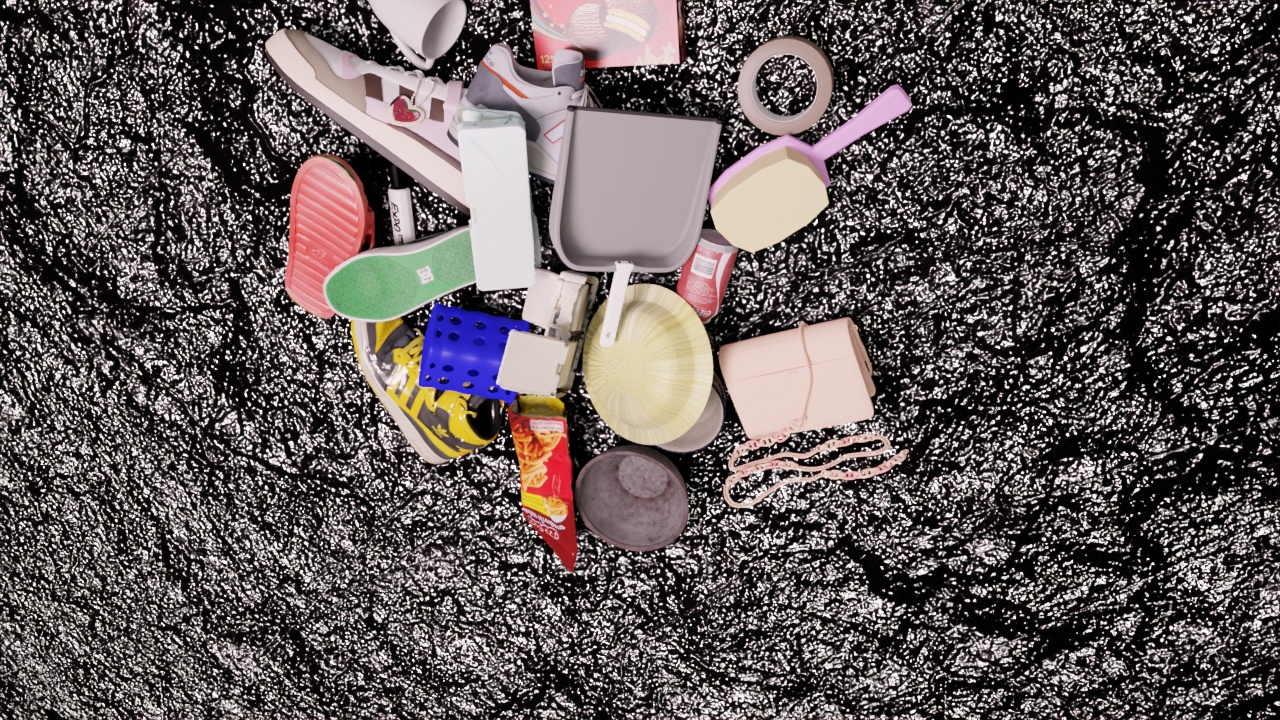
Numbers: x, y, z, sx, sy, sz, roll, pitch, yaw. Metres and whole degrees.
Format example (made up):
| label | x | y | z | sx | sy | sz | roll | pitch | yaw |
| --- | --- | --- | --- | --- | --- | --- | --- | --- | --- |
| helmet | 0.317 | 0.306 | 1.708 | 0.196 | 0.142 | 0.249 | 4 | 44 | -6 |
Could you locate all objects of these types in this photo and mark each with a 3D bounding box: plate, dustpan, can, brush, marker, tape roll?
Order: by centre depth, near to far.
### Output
| label | x | y | z | sx | sy | sz | roll | pitch | yaw |
| --- | --- | --- | --- | --- | --- | --- | --- | --- | --- |
| tape roll | 0.147 | -0.277 | 0.927 | 0.094 | 0.030 | 0.094 | 6 | 116 | 13 |
| brush | 0.171 | -0.195 | 0.931 | 0.229 | 0.043 | 0.089 | -32 | 125 | 31 |
| dustpan | -0.016 | -0.130 | 0.959 | 0.163 | 0.033 | 0.258 | -1 | 126 | -22 |
| can | 0.072 | -0.093 | 1.023 | 0.054 | 0.053 | 0.097 | 19 | 118 | 6 |
| plate | -0.006 | 0.006 | 1.038 | 0.185 | 0.036 | 0.184 | 4 | 96 | 37 |
| marker | -0.287 | -0.182 | 1.099 | 0.025 | 0.025 | 0.126 | 6 | 116 | 13 |

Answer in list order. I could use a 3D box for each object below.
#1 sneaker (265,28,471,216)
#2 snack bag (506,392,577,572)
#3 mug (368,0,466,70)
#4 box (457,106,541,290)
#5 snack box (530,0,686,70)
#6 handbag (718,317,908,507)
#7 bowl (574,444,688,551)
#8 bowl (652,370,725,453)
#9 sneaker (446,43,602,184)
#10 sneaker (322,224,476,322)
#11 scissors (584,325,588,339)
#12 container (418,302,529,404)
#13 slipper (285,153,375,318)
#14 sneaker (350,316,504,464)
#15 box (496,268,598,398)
| label | x | y | z | sx | sy | sz | roll | pitch | yaw |
| --- | --- | --- | --- | --- | --- | --- | --- | --- | --- |
| sneaker | -0.268 | -0.291 | 1.009 | 0.294 | 0.111 | 0.116 | 37 | 97 | -2 |
| snack bag | -0.118 | 0.150 | 1.173 | 0.139 | 0.066 | 0.208 | 24 | 126 | 50 |
| mug | -0.247 | -0.366 | 0.984 | 0.089 | 0.071 | 0.107 | 37 | 147 | 6 |
| box | -0.144 | -0.160 | 0.942 | 0.086 | 0.072 | 0.199 | 16 | 136 | 17 |
| snack box | -0.035 | -0.370 | 0.932 | 0.152 | 0.035 | 0.133 | 2 | 115 | 15 |
| handbag | 0.172 | 0.044 | 0.984 | 0.199 | 0.186 | 0.117 | -13 | 118 | 26 |
| bowl | -0.004 | 0.161 | 1.158 | 0.145 | 0.067 | 0.145 | 6 | 116 | 13 |
| bowl | 0.048 | 0.046 | 1.092 | 0.115 | 0.059 | 0.116 | 6 | 116 | 13 |
| sneaker | -0.072 | -0.250 | 0.943 | 0.239 | 0.088 | 0.124 | 12 | 124 | -10 |
| sneaker | -0.261 | -0.107 | 1.090 | 0.236 | 0.079 | 0.084 | -15 | 103 | 14 |
| scissors | -0.039 | 0.010 | 1.122 | 0.135 | 0.019 | 0.130 | 23 | 116 | 7 |
| container | -0.199 | -0.009 | 1.092 | 0.113 | 0.085 | 0.085 | 11 | 138 | -17 |
| slipper | -0.375 | -0.152 | 1.121 | 0.103 | 0.059 | 0.250 | 30 | 134 | -1 |
| sneaker | -0.260 | 0.019 | 1.150 | 0.122 | 0.085 | 0.239 | -14 | 114 | 28 |
| box | -0.108 | -0.034 | 1.012 | 0.081 | 0.181 | 0.143 | 15 | 93 | 5 |
